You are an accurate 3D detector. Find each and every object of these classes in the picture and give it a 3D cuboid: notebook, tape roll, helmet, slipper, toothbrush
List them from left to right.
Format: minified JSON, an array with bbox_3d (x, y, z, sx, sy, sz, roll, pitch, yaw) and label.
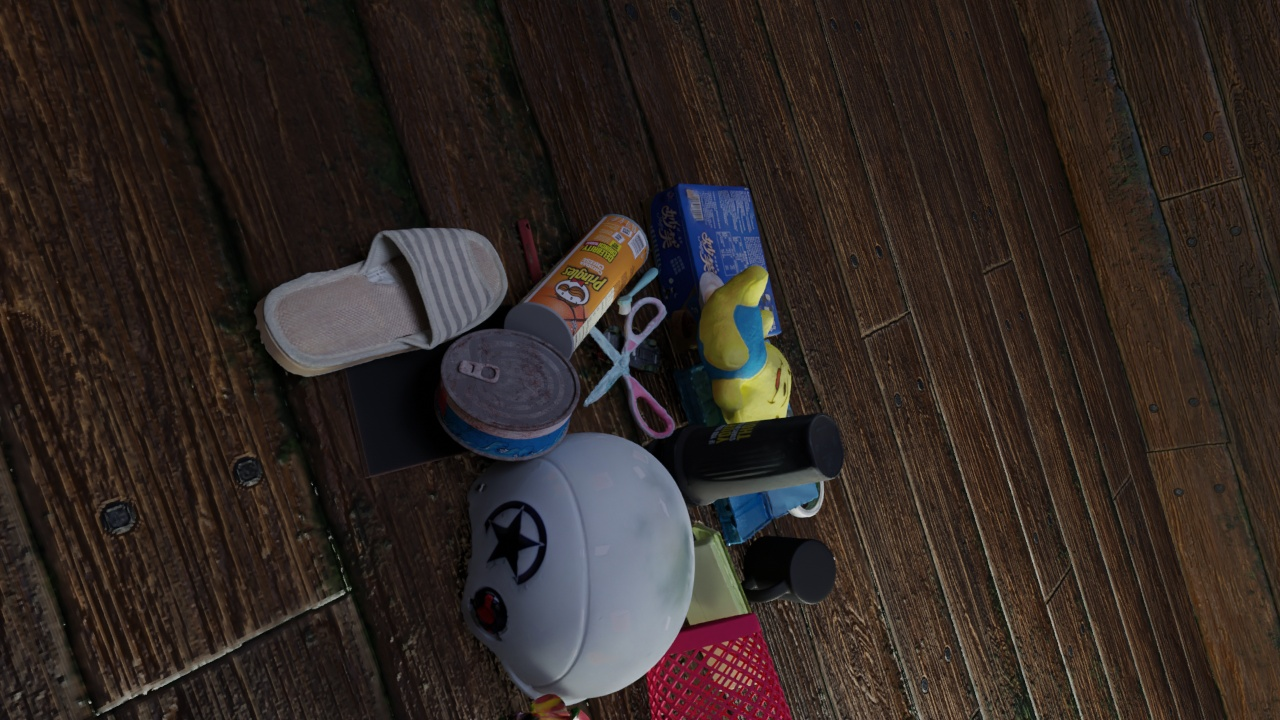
[{"bbox_3d":[-0.220,-0.060,0.836,0.271,0.054,0.114,-31,98,-49],"label":"slipper"},{"bbox_3d":[-0.189,0.022,0.886,0.208,0.008,0.141,-11,87,-49],"label":"notebook"},{"bbox_3d":[-0.103,-0.062,0.999,0.016,0.017,0.190,-14,89,-48],"label":"toothbrush"},{"bbox_3d":[-0.036,0.198,0.885,0.236,0.164,0.263,7,74,-45],"label":"helmet"},{"bbox_3d":[-0.001,-0.085,1.072,0.180,0.016,0.016,-56,145,-67],"label":"toothbrush"},{"bbox_3d":[0.225,0.172,1.288,0.093,0.018,0.093,17,66,-44],"label":"tape roll"}]

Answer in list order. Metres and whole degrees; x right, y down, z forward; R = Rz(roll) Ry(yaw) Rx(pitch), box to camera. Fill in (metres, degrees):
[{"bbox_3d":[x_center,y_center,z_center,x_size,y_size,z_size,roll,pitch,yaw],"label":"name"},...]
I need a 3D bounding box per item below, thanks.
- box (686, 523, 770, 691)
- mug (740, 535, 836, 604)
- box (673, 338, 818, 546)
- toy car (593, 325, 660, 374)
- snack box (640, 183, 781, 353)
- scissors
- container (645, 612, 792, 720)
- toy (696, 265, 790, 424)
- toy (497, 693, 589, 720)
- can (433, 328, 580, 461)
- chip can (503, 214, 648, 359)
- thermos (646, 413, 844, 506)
[{"bbox_3d":[0.097,0.289,1.071,0.090,0.078,0.188,-30,102,-48],"label":"box"},{"bbox_3d":[0.174,0.268,1.143,0.113,0.088,0.078,-25,97,-33],"label":"mug"},{"bbox_3d":[0.136,0.102,1.192,0.176,0.048,0.231,-18,92,-41],"label":"box"},{"bbox_3d":[-0.016,-0.010,1.064,0.091,0.036,0.042,20,66,-42],"label":"toy car"},{"bbox_3d":[0.094,-0.120,1.193,0.154,0.069,0.202,-10,86,-49],"label":"snack box"},{"bbox_3d":[-0.006,0.006,1.038,0.170,0.013,0.172,49,56,-16],"label":"scissors"},{"bbox_3d":[0.088,0.393,0.964,0.182,0.184,0.225,3,69,-47],"label":"container"},{"bbox_3d":[0.126,0.008,1.095,0.214,0.084,0.148,61,43,-44],"label":"toy"},{"bbox_3d":[-0.088,0.344,0.849,0.103,0.084,0.046,57,10,-42],"label":"toy"},{"bbox_3d":[-0.125,0.030,0.858,0.130,0.044,0.129,12,41,-11],"label":"can"},{"bbox_3d":[-0.063,-0.079,0.980,0.075,0.075,0.214,58,35,-18],"label":"chip can"},{"bbox_3d":[0.116,0.111,1.032,0.098,0.221,0.098,18,66,-45],"label":"thermos"}]
